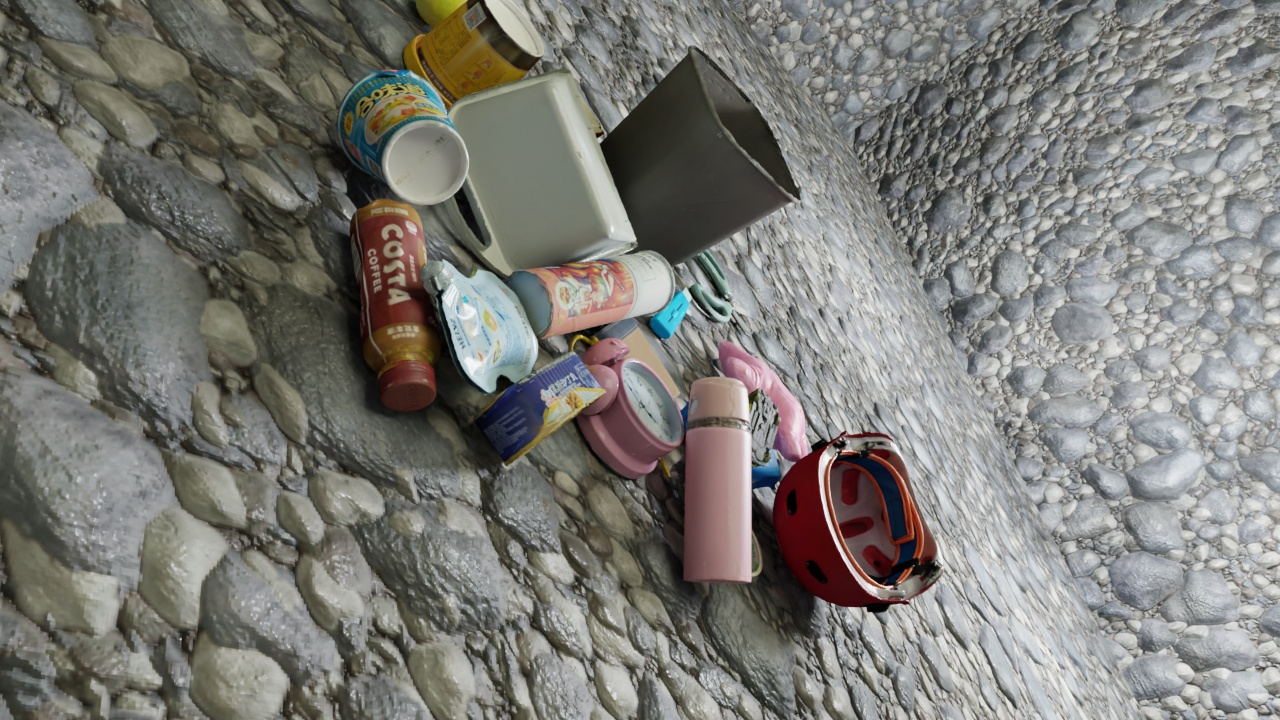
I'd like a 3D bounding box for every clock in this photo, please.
[{"bbox_3d":[-0.020,0.040,0.908,0.158,0.060,0.117,48,25,-16],"label":"clock"}]

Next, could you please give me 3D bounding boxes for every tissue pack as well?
[{"bbox_3d":[0.105,0.101,1.073,0.157,0.052,0.095,22,43,-51],"label":"tissue pack"}]

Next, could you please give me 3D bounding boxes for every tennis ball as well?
[{"bbox_3d":[-0.230,-0.421,1.074,0.065,0.066,0.065,42,29,-29],"label":"tennis ball"}]

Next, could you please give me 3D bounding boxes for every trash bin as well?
[{"bbox_3d":[0.056,-0.249,1.206,0.199,0.220,0.198,31,36,-43],"label":"trash bin"}]

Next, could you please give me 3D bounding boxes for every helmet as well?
[{"bbox_3d":[0.232,0.199,1.083,0.239,0.144,0.206,0,66,-48],"label":"helmet"}]

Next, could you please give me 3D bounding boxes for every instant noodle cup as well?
[{"bbox_3d":[-0.178,-0.335,1.008,0.118,0.115,0.118,41,29,-29],"label":"instant noodle cup"},{"bbox_3d":[-0.194,-0.182,0.769,0.099,0.099,0.110,34,10,-40],"label":"instant noodle cup"}]

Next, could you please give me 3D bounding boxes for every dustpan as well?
[{"bbox_3d":[-0.113,-0.192,0.982,0.257,0.143,0.223,-79,148,-78],"label":"dustpan"}]

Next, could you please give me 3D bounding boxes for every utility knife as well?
[{"bbox_3d":[0.045,-0.067,1.209,0.034,0.018,0.178,53,23,-7],"label":"utility knife"}]

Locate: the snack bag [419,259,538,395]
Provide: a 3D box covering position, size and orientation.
[{"bbox_3d":[-0.128,-0.028,0.751,0.191,0.039,0.110,-21,97,-83],"label":"snack bag"}]

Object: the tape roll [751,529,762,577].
[{"bbox_3d":[0.103,0.197,0.998,0.086,0.014,0.085,42,28,-29],"label":"tape roll"}]

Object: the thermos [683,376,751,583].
[{"bbox_3d":[0.072,0.119,0.909,0.067,0.087,0.198,7,72,-22],"label":"thermos"}]

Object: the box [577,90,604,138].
[{"bbox_3d":[-0.109,-0.301,1.137,0.091,0.077,0.168,56,24,-4],"label":"box"}]

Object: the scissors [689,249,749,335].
[{"bbox_3d":[0.108,-0.105,1.370,0.170,0.019,0.178,60,24,4],"label":"scissors"}]

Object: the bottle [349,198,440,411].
[{"bbox_3d":[-0.188,-0.043,0.705,0.057,0.058,0.174,26,38,-48],"label":"bottle"}]

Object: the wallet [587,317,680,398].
[{"bbox_3d":[-0.006,0.006,1.011,0.115,0.033,0.090,55,27,-5],"label":"wallet"}]

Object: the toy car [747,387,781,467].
[{"bbox_3d":[0.129,0.078,1.042,0.048,0.032,0.105,47,39,-22],"label":"toy car"}]

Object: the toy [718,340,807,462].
[{"bbox_3d":[0.161,0.052,1.208,0.194,0.075,0.178,56,9,11],"label":"toy"}]

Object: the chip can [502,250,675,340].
[{"bbox_3d":[-0.050,-0.068,0.933,0.214,0.071,0.071,-18,76,-54],"label":"chip can"}]

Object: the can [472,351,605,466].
[{"bbox_3d":[-0.083,0.038,0.779,0.049,0.075,0.147,53,24,1],"label":"can"}]

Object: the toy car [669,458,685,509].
[{"bbox_3d":[0.061,0.145,0.954,0.034,0.043,0.090,89,-21,-69],"label":"toy car"}]
